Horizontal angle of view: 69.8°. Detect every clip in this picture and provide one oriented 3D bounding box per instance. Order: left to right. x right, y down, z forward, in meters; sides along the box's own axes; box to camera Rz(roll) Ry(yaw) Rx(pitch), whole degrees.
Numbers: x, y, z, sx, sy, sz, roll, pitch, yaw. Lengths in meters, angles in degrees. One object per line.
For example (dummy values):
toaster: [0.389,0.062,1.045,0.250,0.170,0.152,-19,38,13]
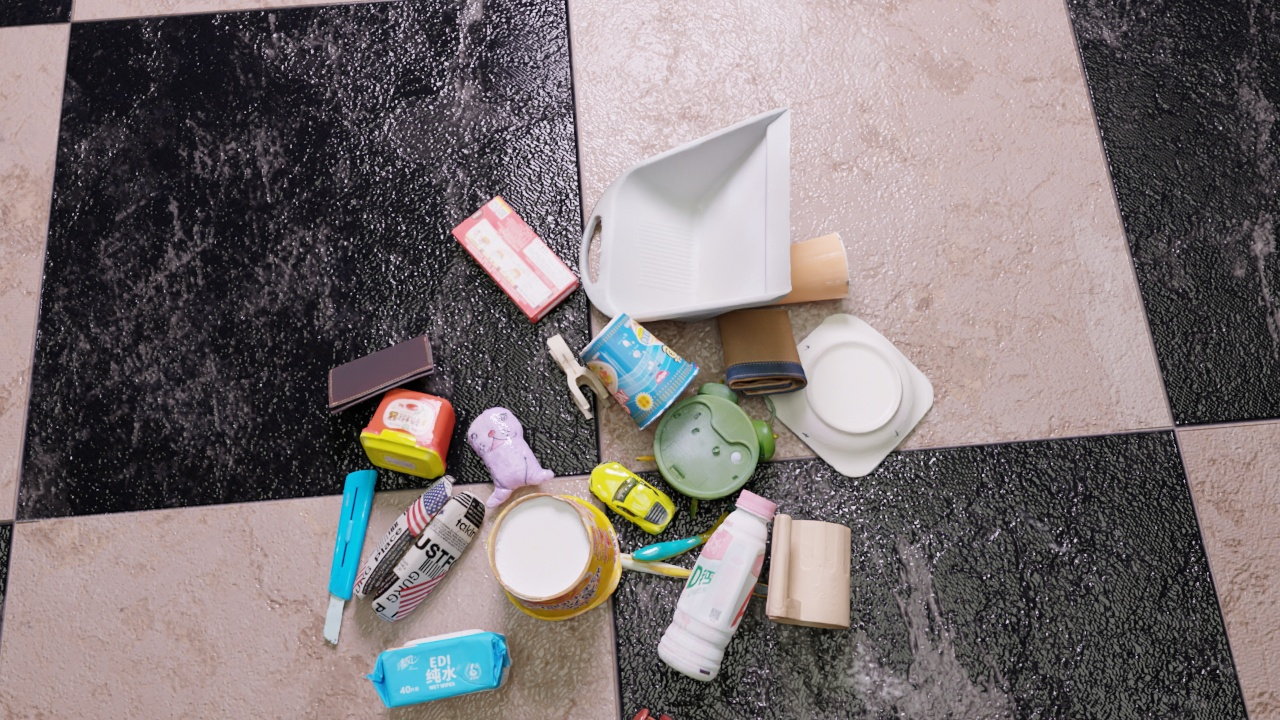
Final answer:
clip: [-0.073,0.014,1.052,0.034,0.083,0.104,-30,87,-9]

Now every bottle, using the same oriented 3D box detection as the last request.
bottle: [0.087,0.234,0.967,0.068,0.068,0.197,25,86,7]

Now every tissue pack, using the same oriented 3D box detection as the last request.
tissue pack: [-0.202,0.316,0.948,0.140,0.090,0.063,-10,73,-3]

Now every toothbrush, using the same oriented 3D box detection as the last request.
toothbrush: [0.056,0.236,1.010,0.191,0.018,0.016,11,72,4]

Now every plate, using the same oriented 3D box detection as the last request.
plate: [0.244,0.034,1.062,0.163,0.034,0.164,43,77,12]

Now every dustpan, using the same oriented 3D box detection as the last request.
dustpan: [0.040,-0.148,1.037,0.142,0.258,0.222,9,72,-22]

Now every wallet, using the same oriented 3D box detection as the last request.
wallet: [-0.296,0.013,1.049,0.122,0.020,0.096,-22,31,-5]
wallet: [0.137,-0.012,1.056,0.090,0.033,0.115,-3,48,-4]

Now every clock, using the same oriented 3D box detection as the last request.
clock: [0.085,0.090,1.034,0.161,0.056,0.116,-41,78,-11]

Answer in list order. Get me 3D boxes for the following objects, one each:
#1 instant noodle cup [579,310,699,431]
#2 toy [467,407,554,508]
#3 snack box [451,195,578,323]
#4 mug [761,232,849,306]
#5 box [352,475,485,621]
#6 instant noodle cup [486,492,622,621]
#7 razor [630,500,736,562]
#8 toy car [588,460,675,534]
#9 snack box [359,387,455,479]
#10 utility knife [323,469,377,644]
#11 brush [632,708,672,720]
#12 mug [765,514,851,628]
instant noodle cup: [-0.006,0.006,1.026,0.110,0.099,0.099,44,78,-1]
toy: [-0.156,0.105,1.039,0.084,0.039,0.108,-29,76,1]
snack box: [-0.152,-0.124,1.114,0.075,0.025,0.153,-41,77,-10]
mug: [0.177,-0.102,1.085,0.123,0.078,0.078,-10,73,2]
box: [-0.251,0.198,1.006,0.088,0.076,0.162,32,78,32]
instant noodle cup: [-0.095,0.201,0.968,0.138,0.110,0.138,-1,72,4]
razor: [0.052,0.198,1.016,0.132,0.028,0.043,-19,51,-9]
toy car: [-0.010,0.152,1.029,0.105,0.032,0.048,33,76,11]
snack box: [-0.256,0.081,1.030,0.091,0.082,0.080,13,60,3]
utility knife: [-0.325,0.215,1.018,0.034,0.018,0.191,6,75,1]
brush: [-0.003,0.433,0.928,0.069,0.063,0.145,27,77,-4]
mug: [0.170,0.222,0.964,0.084,0.124,0.103,-8,67,37]
